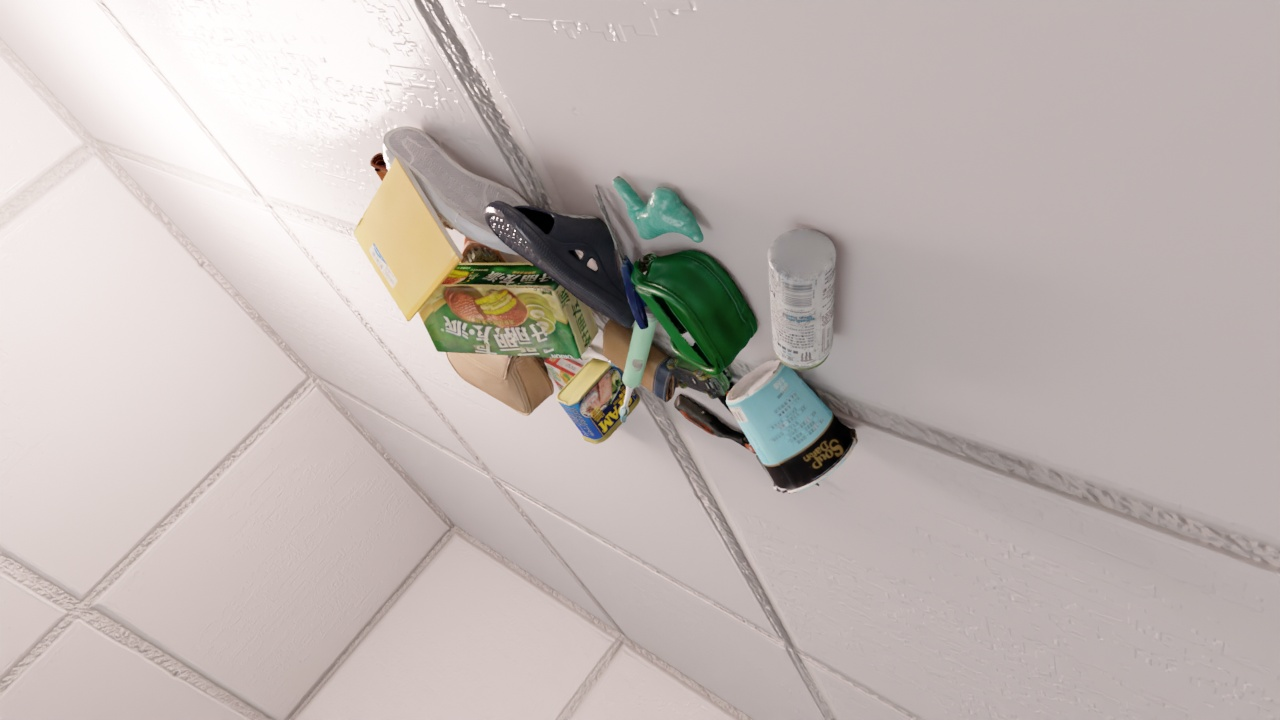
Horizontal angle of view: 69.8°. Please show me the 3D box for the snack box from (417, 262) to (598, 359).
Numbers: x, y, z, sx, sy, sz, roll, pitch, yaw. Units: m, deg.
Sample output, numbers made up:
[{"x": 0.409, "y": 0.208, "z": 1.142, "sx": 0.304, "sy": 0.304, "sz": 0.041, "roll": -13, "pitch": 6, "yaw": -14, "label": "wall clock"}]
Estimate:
[{"x": -0.184, "y": -0.068, "z": 1.218, "sx": 0.240, "sy": 0.063, "sz": 0.114, "roll": 3, "pitch": 131, "yaw": 26, "label": "snack box"}]

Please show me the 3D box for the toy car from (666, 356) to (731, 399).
[{"x": 0.071, "y": 0.017, "z": 1.125, "sx": 0.091, "sy": 0.036, "sz": 0.043, "roll": 15, "pitch": 148, "yaw": 45, "label": "toy car"}]

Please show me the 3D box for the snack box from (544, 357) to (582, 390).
[{"x": -0.095, "y": 0.054, "z": 1.479, "sx": 0.077, "sy": 0.027, "sz": 0.156, "roll": 26, "pitch": 154, "yaw": 35, "label": "snack box"}]

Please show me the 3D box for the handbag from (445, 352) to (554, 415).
[{"x": -0.232, "y": -0.004, "z": 1.503, "sx": 0.205, "sy": 0.099, "sz": 0.148, "roll": 27, "pitch": 148, "yaw": 29, "label": "handbag"}]

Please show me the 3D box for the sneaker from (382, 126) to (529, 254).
[{"x": -0.225, "y": -0.187, "z": 1.129, "sx": 0.242, "sy": 0.089, "sz": 0.091, "roll": 37, "pitch": 143, "yaw": 17, "label": "sneaker"}]

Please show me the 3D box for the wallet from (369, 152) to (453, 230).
[{"x": -0.315, "y": -0.233, "z": 1.277, "sx": 0.125, "sy": 0.032, "sz": 0.101, "roll": 24, "pitch": 156, "yaw": 36, "label": "wallet"}]

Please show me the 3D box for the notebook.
[{"x": -0.300, "y": -0.147, "z": 1.162, "sx": 0.146, "sy": 0.010, "sz": 0.207, "roll": 58, "pitch": 143, "yaw": 1, "label": "notebook"}]

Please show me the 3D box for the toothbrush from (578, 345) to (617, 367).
[{"x": -0.099, "y": -0.018, "z": 1.346, "sx": 0.026, "sy": 0.027, "sz": 0.221, "roll": 0, "pitch": -167, "yaw": -44, "label": "toothbrush"}]

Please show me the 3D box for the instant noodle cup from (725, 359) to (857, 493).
[{"x": 0.159, "y": 0.065, "z": 1.005, "sx": 0.120, "sy": 0.111, "sz": 0.111, "roll": 53, "pitch": 157, "yaw": -9, "label": "instant noodle cup"}]

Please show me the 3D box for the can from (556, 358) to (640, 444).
[{"x": -0.061, "y": 0.055, "z": 1.328, "sx": 0.057, "sy": 0.102, "sz": 0.083, "roll": 14, "pitch": 145, "yaw": 49, "label": "can"}]

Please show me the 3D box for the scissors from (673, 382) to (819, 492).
[{"x": 0.131, "y": 0.099, "z": 1.207, "sx": 0.221, "sy": 0.021, "sz": 0.235, "roll": 23, "pitch": 152, "yaw": 37, "label": "scissors"}]

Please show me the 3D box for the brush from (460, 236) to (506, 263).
[{"x": -0.208, "y": -0.112, "z": 1.302, "sx": 0.146, "sy": 0.063, "sz": 0.073, "roll": 60, "pitch": -179, "yaw": -38, "label": "brush"}]

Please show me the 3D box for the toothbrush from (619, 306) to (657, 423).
[{"x": -0.007, "y": 0.007, "z": 1.170, "sx": 0.026, "sy": 0.027, "sz": 0.225, "roll": 7, "pitch": 140, "yaw": -6, "label": "toothbrush"}]

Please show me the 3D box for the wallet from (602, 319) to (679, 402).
[{"x": 0.000, "y": 0.000, "z": 1.216, "sx": 0.115, "sy": 0.033, "sz": 0.090, "roll": 34, "pitch": 155, "yaw": 16, "label": "wallet"}]

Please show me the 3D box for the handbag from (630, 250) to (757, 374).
[{"x": 0.054, "y": -0.056, "z": 0.985, "sx": 0.120, "sy": 0.068, "sz": 0.131, "roll": 25, "pitch": 157, "yaw": 51, "label": "handbag"}]

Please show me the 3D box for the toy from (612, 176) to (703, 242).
[{"x": 0.012, "y": -0.148, "z": 0.914, "sx": 0.096, "sy": 0.030, "sz": 0.092, "roll": 52, "pitch": 154, "yaw": -14, "label": "toy"}]

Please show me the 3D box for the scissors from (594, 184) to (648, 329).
[{"x": -0.019, "y": -0.117, "z": 1.015, "sx": 0.140, "sy": 0.012, "sz": 0.171, "roll": -33, "pitch": -72, "yaw": -79, "label": "scissors"}]

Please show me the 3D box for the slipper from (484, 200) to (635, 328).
[{"x": -0.076, "y": -0.126, "z": 1.051, "sx": 0.111, "sy": 0.083, "sz": 0.268, "roll": 31, "pitch": 175, "yaw": 37, "label": "slipper"}]

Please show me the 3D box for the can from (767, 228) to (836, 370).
[{"x": 0.148, "y": -0.052, "z": 0.839, "sx": 0.058, "sy": 0.058, "sz": 0.147, "roll": 29, "pitch": 156, "yaw": 26, "label": "can"}]
